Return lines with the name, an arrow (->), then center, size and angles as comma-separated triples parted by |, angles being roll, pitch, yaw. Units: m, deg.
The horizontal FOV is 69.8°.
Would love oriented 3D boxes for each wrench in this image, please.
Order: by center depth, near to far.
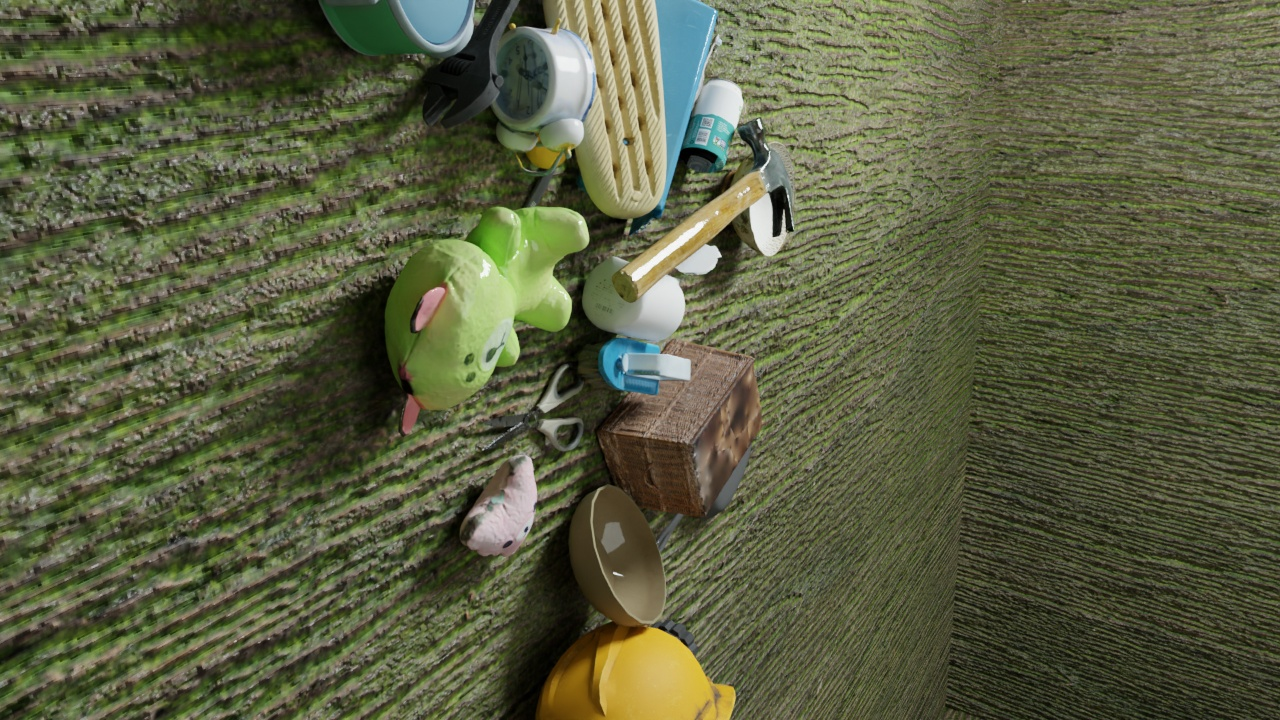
wrench -> -0.110, -0.288, 0.739 | 0.018, 0.073, 0.272 | 56, 45, -50

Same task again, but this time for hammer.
hammer -> 0.074, -0.146, 0.970 | 0.329, 0.033, 0.132 | -42, 112, -43

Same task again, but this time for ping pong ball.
ping pong ball -> -0.084, -0.192, 0.823 | 0.040, 0.040, 0.040 | -23, 117, -56

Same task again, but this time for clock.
clock -> -0.162, -0.275, 0.643 | 0.161, 0.075, 0.122 | -25, 119, -69
clock -> -0.084, -0.218, 0.768 | 0.051, 0.089, 0.125 | -14, 108, -52

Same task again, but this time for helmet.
helmet -> -0.020, 0.345, 0.961 | 0.254, 0.206, 0.131 | -17, 86, -63

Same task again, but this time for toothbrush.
toothbrush -> -0.080, -0.191, 0.861 | 0.013, 0.013, 0.167 | 51, 57, -52
toothbrush -> 0.057, -0.306, 1.052 | 0.024, 0.022, 0.185 | 33, 66, -26

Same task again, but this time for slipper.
slipper -> -0.040, -0.259, 0.840 | 0.111, 0.079, 0.261 | -15, 101, -33

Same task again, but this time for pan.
pan -> 0.094, 0.152, 1.191 | 0.353, 0.024, 0.217 | -45, 144, -52

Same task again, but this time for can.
can -> 0.084, -0.273, 1.071 | 0.055, 0.055, 0.101 | 39, 64, -56

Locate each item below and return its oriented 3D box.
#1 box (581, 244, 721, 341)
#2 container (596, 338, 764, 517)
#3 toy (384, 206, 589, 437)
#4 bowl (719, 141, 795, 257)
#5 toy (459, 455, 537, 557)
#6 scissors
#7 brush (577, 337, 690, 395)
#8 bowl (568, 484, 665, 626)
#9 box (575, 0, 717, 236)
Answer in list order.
box -> 0.016, -0.085, 0.969 | 0.146, 0.084, 0.136 | 16, 93, -61
container -> 0.053, 0.076, 1.059 | 0.197, 0.113, 0.114 | -51, 138, -43
toy -> -0.133, -0.047, 0.730 | 0.196, 0.107, 0.150 | -31, 147, -42
bowl -> 0.145, -0.209, 1.185 | 0.144, 0.063, 0.145 | -25, 120, -55
toy -> -0.124, 0.144, 0.839 | 0.098, 0.053, 0.096 | -56, 155, -30
scissors -> -0.097, 0.047, 0.893 | 0.165, 0.013, 0.150 | 47, 57, -53
brush -> -0.006, 0.006, 0.963 | 0.135, 0.075, 0.055 | 11, 79, -64
bowl -> -0.032, 0.212, 0.977 | 0.152, 0.051, 0.152 | 51, 25, -35
box -> -0.002, -0.258, 0.956 | 0.094, 0.112, 0.231 | 17, 78, -14
